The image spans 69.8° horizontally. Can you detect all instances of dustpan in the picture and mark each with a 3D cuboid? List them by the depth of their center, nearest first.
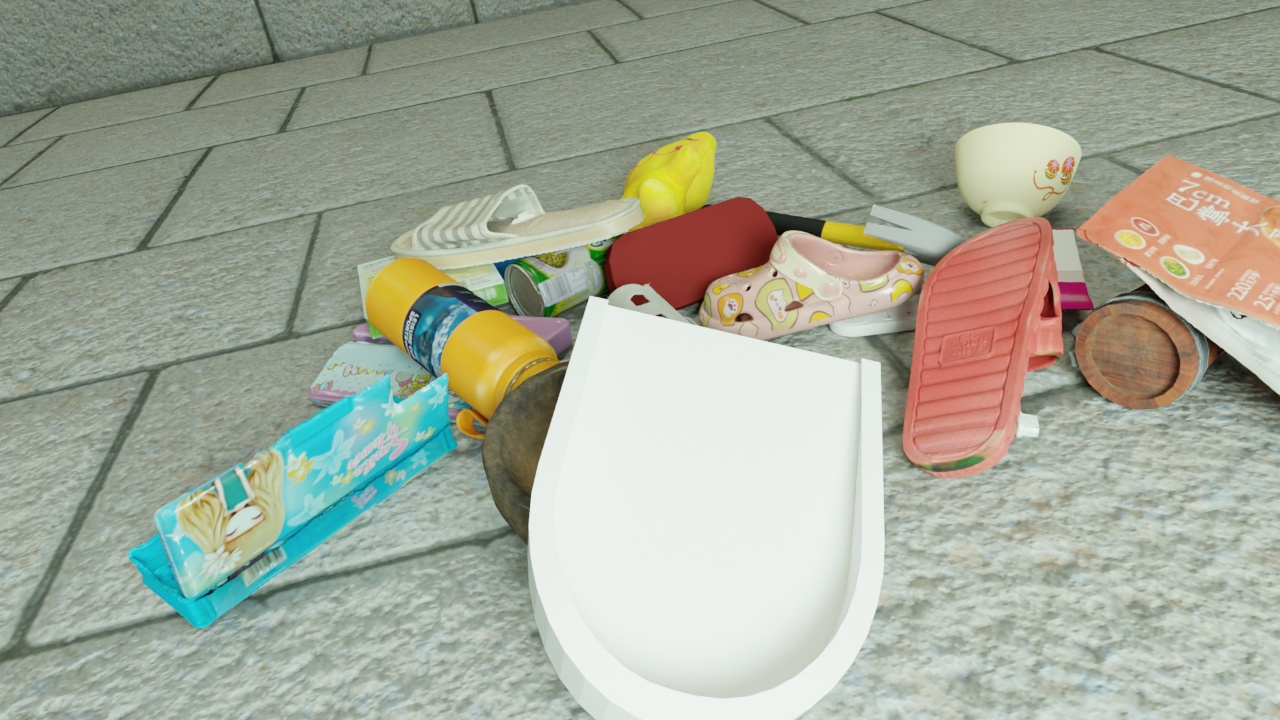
[{"bbox_3d":[0.039,0.076,0.505,0.191,0.053,0.257,13,57,0],"label":"dustpan"}]

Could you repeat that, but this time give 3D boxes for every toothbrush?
[{"bbox_3d":[0.290,0.003,0.709,0.017,0.012,0.186,12,35,10],"label":"toothbrush"}]

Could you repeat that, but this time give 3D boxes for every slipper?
[{"bbox_3d":[0.255,-0.007,0.674,0.104,0.059,0.248,-11,41,44],"label":"slipper"},{"bbox_3d":[0.142,-0.076,0.800,0.198,0.081,0.093,-10,25,19],"label":"slipper"},{"bbox_3d":[-0.127,-0.135,0.906,0.273,0.054,0.114,-2,31,23],"label":"slipper"}]

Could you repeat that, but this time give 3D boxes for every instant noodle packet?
[{"bbox_3d":[0.420,-0.056,0.610,0.164,0.084,0.221,-33,64,-33],"label":"instant noodle packet"}]

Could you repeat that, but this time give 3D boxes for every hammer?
[{"bbox_3d":[0.176,-0.128,0.902,0.127,0.029,0.324,19,0,-41],"label":"hammer"}]

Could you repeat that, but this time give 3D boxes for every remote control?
[{"bbox_3d":[0.233,-0.041,0.797,0.136,0.013,0.043,-7,31,5],"label":"remote control"}]

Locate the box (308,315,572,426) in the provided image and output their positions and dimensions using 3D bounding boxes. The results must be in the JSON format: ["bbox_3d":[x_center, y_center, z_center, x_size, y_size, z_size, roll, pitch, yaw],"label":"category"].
[{"bbox_3d":[-0.182,-0.001,0.835,0.214,0.041,0.150,4,37,23],"label":"box"}]

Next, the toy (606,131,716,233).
[{"bbox_3d":[0.027,-0.183,1.021,0.135,0.087,0.193,-29,18,30],"label":"toy"}]

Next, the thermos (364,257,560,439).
[{"bbox_3d":[-0.135,-0.002,0.746,0.076,0.092,0.233,-17,36,-40],"label":"thermos"}]

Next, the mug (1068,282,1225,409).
[{"bbox_3d":[0.370,-0.021,0.674,0.110,0.081,0.118,-26,10,-31],"label":"mug"}]

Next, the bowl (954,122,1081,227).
[{"bbox_3d":[0.367,-0.172,0.908,0.118,0.118,0.074,7,76,26],"label":"bowl"}]

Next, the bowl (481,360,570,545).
[{"bbox_3d":[-0.019,0.072,0.605,0.162,0.070,0.162,-2,39,1],"label":"bowl"}]

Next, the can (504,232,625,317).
[{"bbox_3d":[-0.067,-0.087,0.911,0.120,0.067,0.067,-29,35,-28],"label":"can"}]

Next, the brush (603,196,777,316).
[{"bbox_3d":[0.048,-0.097,0.885,0.173,0.082,0.042,-20,-2,-17],"label":"brush"}]

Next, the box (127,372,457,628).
[{"bbox_3d":[-0.231,0.089,0.653,0.226,0.086,0.169,-37,5,-38],"label":"box"}]

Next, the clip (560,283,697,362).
[{"bbox_3d":[-0.005,-0.015,0.762,0.151,0.105,0.126,-9,26,-18],"label":"clip"}]

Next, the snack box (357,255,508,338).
[{"bbox_3d":[-0.212,-0.078,0.920,0.132,0.027,0.168,-17,28,-12],"label":"snack box"}]

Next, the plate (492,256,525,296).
[{"bbox_3d":[-0.179,-0.102,1.011,0.224,0.024,0.224,-8,30,4],"label":"plate"}]

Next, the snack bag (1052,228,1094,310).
[{"bbox_3d":[0.358,-0.084,0.819,0.070,0.016,0.196,2,27,19],"label":"snack bag"}]
